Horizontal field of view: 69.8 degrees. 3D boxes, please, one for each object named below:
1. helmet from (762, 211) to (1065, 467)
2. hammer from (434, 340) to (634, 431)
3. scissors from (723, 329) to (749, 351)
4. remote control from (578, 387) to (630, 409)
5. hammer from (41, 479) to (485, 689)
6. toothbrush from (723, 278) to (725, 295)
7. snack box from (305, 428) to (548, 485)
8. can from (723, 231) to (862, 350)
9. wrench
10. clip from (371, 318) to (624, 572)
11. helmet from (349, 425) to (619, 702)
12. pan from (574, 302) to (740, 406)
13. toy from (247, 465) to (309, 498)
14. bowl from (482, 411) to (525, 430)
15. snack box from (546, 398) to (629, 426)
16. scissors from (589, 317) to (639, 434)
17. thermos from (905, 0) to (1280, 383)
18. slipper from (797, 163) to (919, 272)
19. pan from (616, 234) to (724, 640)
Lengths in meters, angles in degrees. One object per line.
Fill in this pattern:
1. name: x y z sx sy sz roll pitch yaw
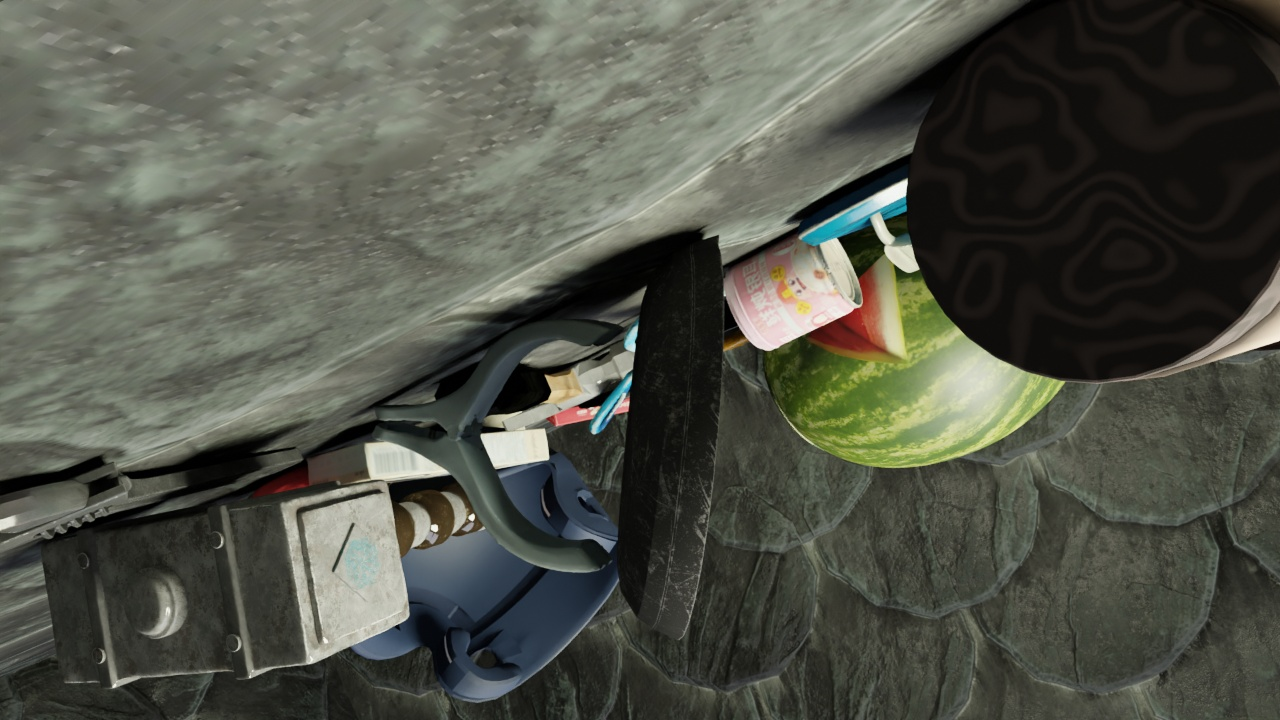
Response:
1. helmet: 0.234 -0.020 0.783 0.242 0.213 0.248 4 161 -42
2. hammer: -0.082 0.023 0.715 0.131 0.039 0.328 -24 177 7
3. scissors: 0.075 -0.007 0.998 0.225 0.016 0.230 -24 175 -15
4. remote control: -0.031 0.037 0.890 0.030 0.009 0.140 -24 -178 -17
5. hammer: -0.167 0.109 0.574 0.177 0.079 0.325 -12 177 23
6. toothbrush: 0.058 -0.055 0.680 0.015 0.022 0.154 12 -173 13
7. snack box: -0.148 0.070 0.652 0.082 0.026 0.149 -16 169 43
8. can: 0.106 -0.051 0.644 0.076 0.067 0.067 -27 176 26
9. wrench: -0.221 0.059 0.427 0.073 0.018 0.273 -24 178 1
10. clip: -0.059 0.036 0.498 0.166 0.164 0.032 -45 166 19
11. helmet: -0.165 0.167 0.843 0.233 0.223 0.271 -56 157 16
12. pan: 0.030 -0.009 1.063 0.226 0.034 0.356 -26 177 13
13. toy: -0.253 0.105 0.659 0.092 0.045 0.134 -29 -179 32
14. bowl: -0.188 0.111 1.018 0.151 0.075 0.151 -25 178 -1
15. snack box: -0.051 0.051 1.113 0.132 0.021 0.089 -12 -170 -17
16. scissors: -0.005 0.005 0.757 0.140 0.011 0.134 -56 167 2
17. thermos: 0.227 -0.075 0.379 0.225 0.172 0.173 -14 171 -41
18. slipper: 0.219 -0.110 0.624 0.294 0.060 0.118 -22 172 -46
19. pan: 0.012 0.016 0.549 0.040 0.208 0.356 5 -164 -3
